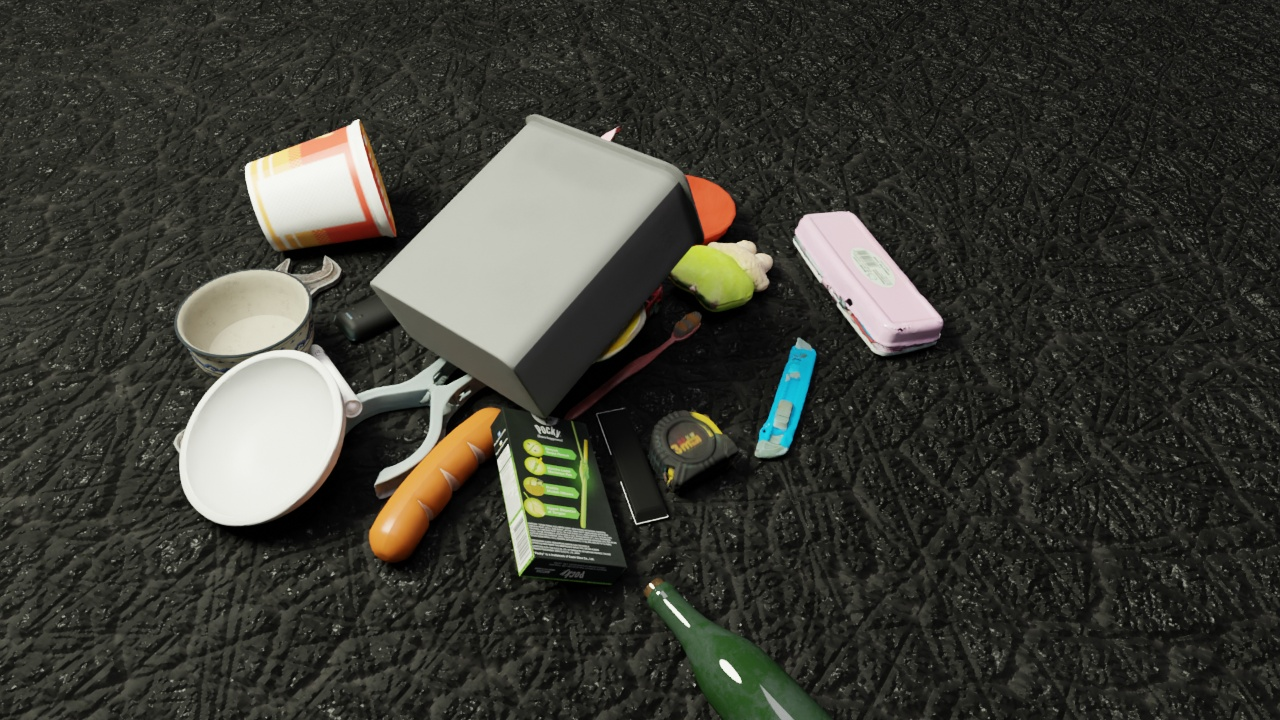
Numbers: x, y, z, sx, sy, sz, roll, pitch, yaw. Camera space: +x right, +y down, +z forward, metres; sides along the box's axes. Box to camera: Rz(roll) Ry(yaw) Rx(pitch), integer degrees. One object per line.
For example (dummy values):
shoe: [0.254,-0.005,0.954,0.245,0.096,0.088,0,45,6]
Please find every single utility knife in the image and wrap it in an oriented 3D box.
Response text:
utility knife: [0.137,0.033,0.848,0.031,0.015,0.158,18,46,8]

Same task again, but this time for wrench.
wrench: [-0.358,-0.012,0.870,0.070,0.010,0.272,7,46,4]

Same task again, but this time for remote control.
remote control: [-0.233,-0.065,0.922,0.151,0.020,0.041,-31,55,-31]
remote control: [-0.008,0.086,0.789,0.028,0.012,0.124,-11,47,-13]

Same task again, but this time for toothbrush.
toothbrush: [-0.005,0.005,0.868,0.015,0.016,0.184,39,57,22]

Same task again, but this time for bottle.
bottle: [0.063,0.216,0.636,0.055,0.055,0.174,-29,52,-27]

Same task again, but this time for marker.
marker: [-0.277,0.015,0.818,0.020,0.017,0.133,1,22,-35]

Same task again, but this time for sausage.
sausage: [-0.163,0.097,0.752,0.044,0.039,0.163,26,50,15]

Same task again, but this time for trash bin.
trash bin: [-0.088,-0.088,0.797,0.192,0.098,0.219,28,68,32]

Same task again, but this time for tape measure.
tape measure: [0.038,0.077,0.785,0.067,0.038,0.062,-27,61,-22]

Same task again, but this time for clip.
clip: [-0.225,0.036,0.818,0.143,0.029,0.171,21,48,15]

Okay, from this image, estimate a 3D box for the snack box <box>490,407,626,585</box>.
snack box: [-0.068,0.106,0.732,0.080,0.025,0.147,14,38,-32]

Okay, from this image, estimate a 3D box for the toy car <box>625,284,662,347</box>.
toy car: [-0.013,-0.050,0.909,0.042,0.036,0.091,26,56,21]

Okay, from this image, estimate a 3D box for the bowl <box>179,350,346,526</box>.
bowl: [-0.301,0.068,0.754,0.150,0.043,0.149,-7,64,15]

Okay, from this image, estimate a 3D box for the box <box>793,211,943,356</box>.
box: [0.233,-0.083,0.953,0.086,0.045,0.202,-9,46,-19]

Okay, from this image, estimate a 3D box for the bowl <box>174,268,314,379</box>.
bowl: [-0.352,-0.024,0.832,0.115,0.059,0.115,1,46,-2]

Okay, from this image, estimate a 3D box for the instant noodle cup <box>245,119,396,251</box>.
instant noodle cup: [-0.335,-0.175,0.964,0.121,0.124,0.123,-17,48,-8]

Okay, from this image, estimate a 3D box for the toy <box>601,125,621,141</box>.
toy: [-0.106,-0.188,0.996,0.190,0.088,0.237,-3,31,49]

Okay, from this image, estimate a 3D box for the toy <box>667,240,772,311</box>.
toy: [0.088,-0.092,0.946,0.115,0.046,0.092,-29,54,-36]

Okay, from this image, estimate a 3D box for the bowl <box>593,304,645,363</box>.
bowl: [-0.080,-0.051,0.867,0.219,0.060,0.188,35,70,33]

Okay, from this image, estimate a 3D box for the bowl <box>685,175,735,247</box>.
bowl: [0.042,-0.157,1.014,0.122,0.035,0.121,1,45,-1]
